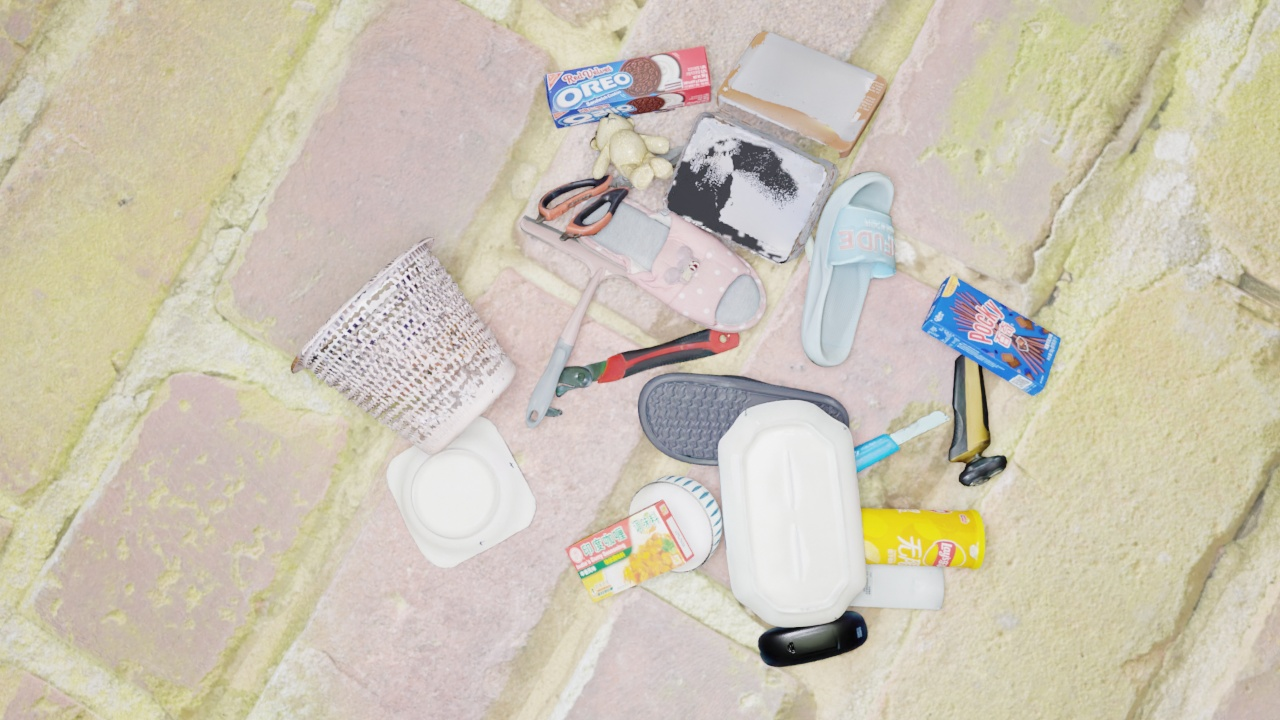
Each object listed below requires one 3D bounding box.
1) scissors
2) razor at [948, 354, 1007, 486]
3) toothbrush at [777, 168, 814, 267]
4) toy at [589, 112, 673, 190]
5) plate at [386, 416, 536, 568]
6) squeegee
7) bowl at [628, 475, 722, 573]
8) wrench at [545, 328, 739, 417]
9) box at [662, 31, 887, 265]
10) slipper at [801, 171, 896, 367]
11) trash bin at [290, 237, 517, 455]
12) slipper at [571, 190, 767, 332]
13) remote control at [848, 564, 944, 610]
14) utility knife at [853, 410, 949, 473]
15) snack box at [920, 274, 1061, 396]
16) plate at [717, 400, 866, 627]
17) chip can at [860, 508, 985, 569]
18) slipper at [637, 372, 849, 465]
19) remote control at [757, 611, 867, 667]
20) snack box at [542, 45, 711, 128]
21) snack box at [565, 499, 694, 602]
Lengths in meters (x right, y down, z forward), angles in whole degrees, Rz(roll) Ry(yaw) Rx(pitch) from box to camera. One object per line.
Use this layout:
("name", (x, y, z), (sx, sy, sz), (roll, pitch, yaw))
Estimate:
("scissors", (-0.021, -0.212, 1.146), (0.206, 0.015, 0.196), (4, 55, 11))
("razor", (0.408, 0.070, 1.118), (0.068, 0.062, 0.167), (-6, 80, 34))
("toothbrush", (0.210, -0.150, 1.157), (0.029, 0.020, 0.189), (-15, 87, -30))
("toy", (-0.012, -0.254, 1.121), (0.105, 0.066, 0.157), (-30, 42, -5))
("plate", (-0.231, 0.167, 1.159), (0.164, 0.034, 0.163), (-30, 86, 2))
("squeegee", (-0.087, -0.030, 1.145), (0.248, 0.040, 0.249), (23, 83, 4))
("bowl", (0.050, 0.191, 1.114), (0.117, 0.066, 0.116), (9, 108, 29))
("wrench", (-0.007, 0.007, 1.162), (0.273, 0.016, 0.056), (-19, 83, 2))
("box", (0.161, -0.262, 1.104), (0.179, 0.125, 0.273), (28, 89, 13))
("slipper", (0.258, -0.109, 1.105), (0.074, 0.104, 0.245), (15, 92, 47))
("trash bin", (-0.263, -0.003, 1.094), (0.227, 0.227, 0.192), (-44, 98, 0))
("slipper", (0.035, -0.129, 1.135), (0.274, 0.054, 0.114), (33, 74, 9))
("remote control", (0.303, 0.275, 1.128), (0.135, 0.019, 0.056), (1, 87, 3))
("utility knife", (0.283, 0.116, 1.137), (0.216, 0.018, 0.034), (-27, 84, 3))
("snack box", (0.427, -0.032, 1.115), (0.157, 0.026, 0.084), (31, 59, 4))
("plate", (0.176, 0.179, 1.061), (0.162, 0.034, 0.265), (-5, 89, 3))
("chip can", (0.298, 0.212, 1.107), (0.213, 0.072, 0.072), (1, 87, 5))
("slipper", (0.121, 0.072, 1.128), (0.268, 0.083, 0.111), (7, 98, -13))
("remote control", (0.212, 0.344, 1.127), (0.136, 0.024, 0.053), (-15, 87, 3))
("snack box", (-0.016, -0.345, 1.162), (0.207, 0.058, 0.057), (-9, 83, 3))
("snack box", (-0.015, 0.232, 1.108), (0.156, 0.027, 0.077), (-32, 85, 33))
